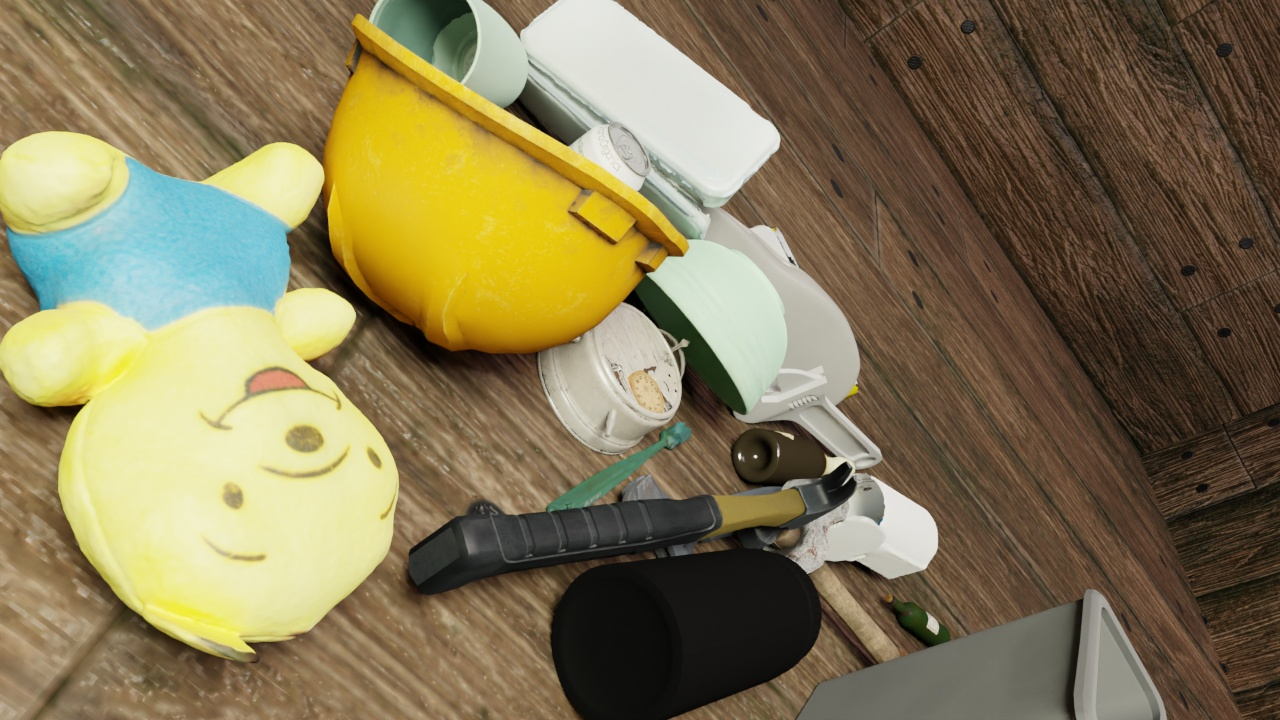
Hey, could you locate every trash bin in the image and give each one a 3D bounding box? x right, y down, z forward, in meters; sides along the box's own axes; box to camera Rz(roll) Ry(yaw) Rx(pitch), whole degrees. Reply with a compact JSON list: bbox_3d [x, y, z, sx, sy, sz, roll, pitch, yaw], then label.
[{"bbox_3d":[0.206,0.255,0.591,0.097,0.220,0.191,62,29,5],"label":"trash bin"}]

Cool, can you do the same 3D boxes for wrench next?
[{"bbox_3d":[0.061,0.118,0.695,0.272,0.022,0.073,4,68,-56],"label":"wrench"},{"bbox_3d":[0.168,0.064,0.882,0.273,0.087,0.018,38,34,-52],"label":"wrench"}]

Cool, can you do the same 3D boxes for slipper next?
[{"bbox_3d":[0.101,-0.062,0.855,0.266,0.113,0.080,41,22,-21],"label":"slipper"}]

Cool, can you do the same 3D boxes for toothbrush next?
[{"bbox_3d":[-0.008,0.073,0.635,0.016,0.017,0.189,62,29,2],"label":"toothbrush"}]

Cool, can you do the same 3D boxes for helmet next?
[{"bbox_3d":[-0.090,-0.072,0.517,0.205,0.131,0.255,34,6,9],"label":"helmet"}]

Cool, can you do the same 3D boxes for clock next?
[{"bbox_3d":[-0.004,0.004,0.658,0.156,0.061,0.103,-16,79,-58],"label":"clock"}]

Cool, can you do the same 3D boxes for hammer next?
[{"bbox_3d":[0.194,0.234,0.763,0.319,0.049,0.121,50,53,-26],"label":"hammer"},{"bbox_3d":[0.019,0.095,0.537,0.332,0.118,0.025,4,57,-49],"label":"hammer"}]

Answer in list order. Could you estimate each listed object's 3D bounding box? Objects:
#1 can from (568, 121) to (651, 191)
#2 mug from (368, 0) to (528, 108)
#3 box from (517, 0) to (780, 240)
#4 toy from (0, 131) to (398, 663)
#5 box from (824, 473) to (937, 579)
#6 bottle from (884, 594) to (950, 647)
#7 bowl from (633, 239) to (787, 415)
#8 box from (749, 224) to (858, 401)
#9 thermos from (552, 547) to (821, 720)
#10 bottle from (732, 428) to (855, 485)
[{"bbox_3d":[-0.045,-0.128,0.673,0.055,0.102,0.054,38,36,-34],"label":"can"},{"bbox_3d":[-0.127,-0.199,0.647,0.104,0.084,0.111,-20,109,-73],"label":"mug"},{"bbox_3d":[-0.010,-0.180,0.741,0.215,0.127,0.106,41,61,8],"label":"box"},{"bbox_3d":[-0.171,0.012,0.370,0.148,0.084,0.214,-10,75,-60],"label":"toy"},{"bbox_3d":[0.206,0.148,0.837,0.166,0.084,0.092,33,47,-36],"label":"box"},{"bbox_3d":[0.267,0.252,0.893,0.106,0.025,0.025,39,35,-32],"label":"bottle"},{"bbox_3d":[0.062,-0.037,0.714,0.151,0.077,0.151,50,-6,7],"label":"bowl"},{"bbox_3d":[0.168,-0.048,0.991,0.117,0.057,0.210,-7,70,-57],"label":"box"},{"bbox_3d":[0.043,0.161,0.562,0.198,0.086,0.086,10,55,-54],"label":"thermos"},{"bbox_3d":[0.149,0.092,0.833,0.184,0.045,0.045,15,52,-52],"label":"bottle"}]
